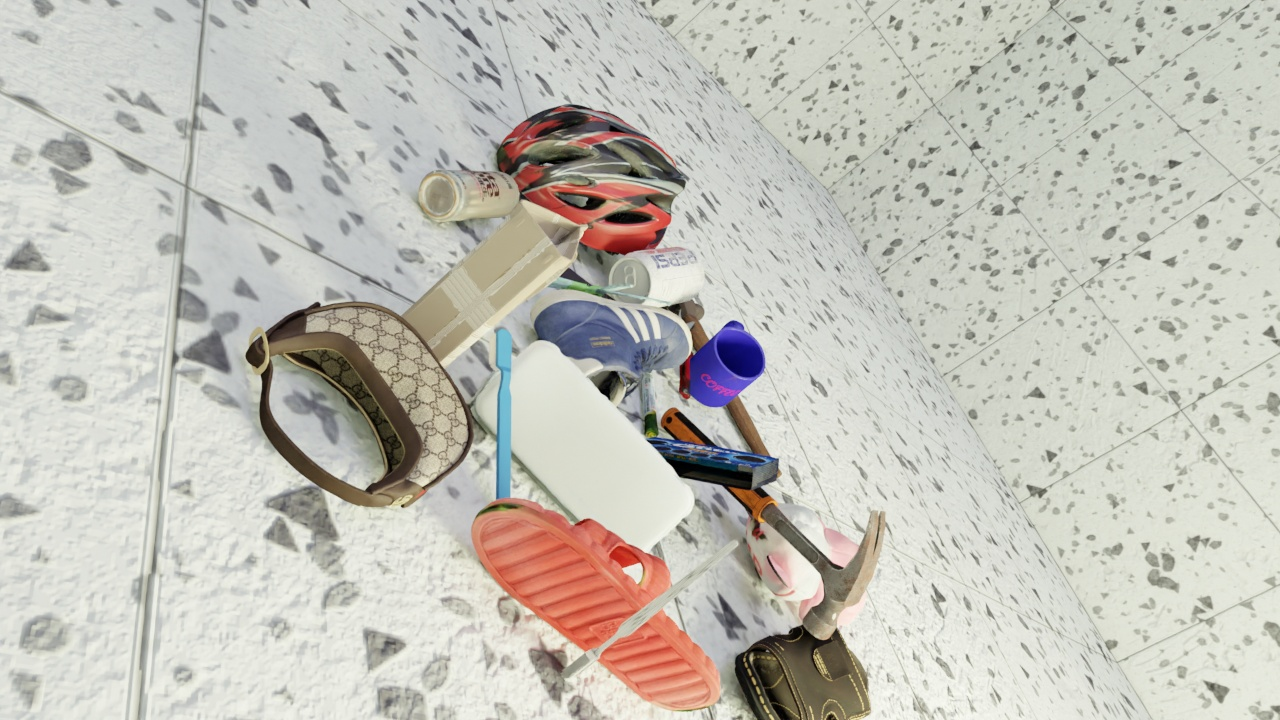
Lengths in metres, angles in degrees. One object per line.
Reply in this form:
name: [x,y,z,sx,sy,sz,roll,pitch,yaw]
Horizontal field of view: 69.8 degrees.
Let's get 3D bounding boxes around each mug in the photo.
mug: [0.113,-0.003,1.232,0.079,0.084,0.111,24,52,-16]

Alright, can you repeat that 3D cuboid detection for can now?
can: [0.023,-0.111,1.233,0.135,0.078,0.078,-16,70,-56]
can: [-0.187,-0.182,1.009,0.054,0.054,0.135,54,23,4]

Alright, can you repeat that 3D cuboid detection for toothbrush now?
toothbrush: [-0.117,0.055,0.764,0.016,0.014,0.166,18,66,-53]
toothbrush: [0.004,0.181,0.658,0.010,0.182,0.010,54,25,17]

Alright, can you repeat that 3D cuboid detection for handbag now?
handbag: [-0.204,0.029,0.657,0.166,0.063,0.138,55,32,5]
handbag: [-0.112,-0.067,0.826,0.062,0.176,0.197,52,20,1]

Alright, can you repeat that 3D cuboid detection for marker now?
marker: [0.010,0.041,1.103,0.017,0.017,0.146,40,25,-27]

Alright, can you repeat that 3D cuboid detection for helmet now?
helmet: [-0.064,-0.248,1.244,0.271,0.167,0.217,12,37,-40]

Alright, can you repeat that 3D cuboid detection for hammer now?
hammer: [0.129,0.139,0.993,0.035,0.138,0.314,16,20,-47]
hammer: [0.115,0.028,1.312,0.115,0.033,0.322,17,41,-57]

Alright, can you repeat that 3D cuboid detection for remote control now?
remote control: [-0.067,-0.088,1.158,0.124,0.009,0.046,34,28,-38]

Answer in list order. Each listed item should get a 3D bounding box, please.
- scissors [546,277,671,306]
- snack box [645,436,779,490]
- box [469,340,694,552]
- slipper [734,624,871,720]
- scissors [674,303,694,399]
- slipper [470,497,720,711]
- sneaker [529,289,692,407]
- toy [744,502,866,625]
scissors: [-0.055,-0.079,1.041,0.167,0.172,0.023,18,80,-23]
snack box: [0.061,0.106,0.959,0.082,0.150,0.027,-6,103,-64]
box: [-0.061,0.082,0.854,0.215,0.106,0.125,49,-6,-6]
slipper: [0.182,0.321,0.933,0.267,0.076,0.113,18,39,-54]
scissors: [0.044,-0.019,1.202,0.179,0.015,0.187,14,43,-49]
slipper: [-0.023,0.181,0.714,0.249,0.104,0.059,46,37,-19]
sneaker: [-0.007,0.005,1.011,0.232,0.092,0.118,19,36,-43]
toy: [0.194,0.230,1.084,0.213,0.084,0.141,33,37,-39]
